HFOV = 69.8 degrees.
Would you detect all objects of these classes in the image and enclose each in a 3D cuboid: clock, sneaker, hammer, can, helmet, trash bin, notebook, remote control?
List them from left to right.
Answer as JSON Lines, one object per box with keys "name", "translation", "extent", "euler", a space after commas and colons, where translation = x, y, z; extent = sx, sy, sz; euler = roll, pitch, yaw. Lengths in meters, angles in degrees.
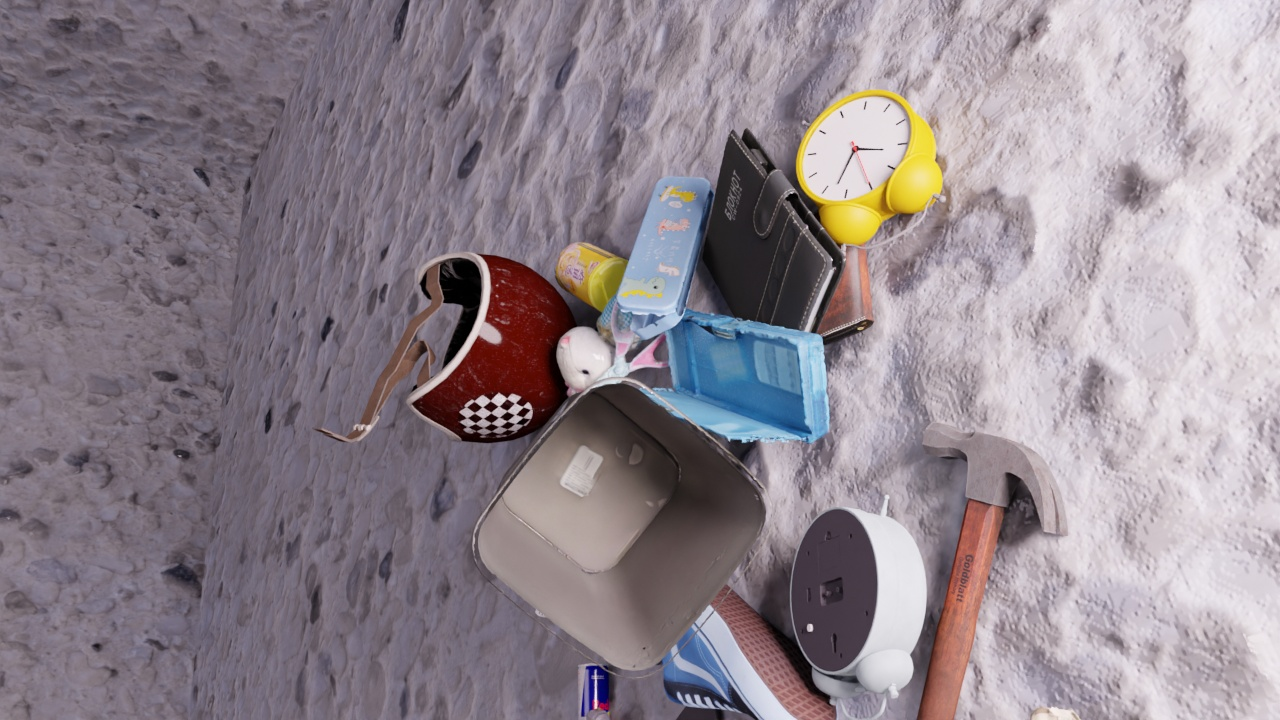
{"name": "helmet", "translation": [-0.200, -0.008, 1.102], "extent": [0.234, 0.253, 0.233], "euler": [-26, 51, 30]}
{"name": "can", "translation": [-0.048, 0.364, 0.952], "extent": [0.032, 0.032, 0.095], "euler": [-28, 56, 47]}
{"name": "can", "translation": [-0.052, -0.099, 1.096], "extent": [0.105, 0.067, 0.068], "euler": [32, 104, 54]}
{"name": "trash bin", "translation": [-0.029, 0.127, 0.821], "extent": [0.197, 0.197, 0.220], "euler": [-50, 9, -4]}
{"name": "remote control", "translation": [0.038, 0.359, 0.854], "extent": [0.125, 0.009, 0.046], "euler": [-56, 40, 25]}
{"name": "hammer", "translation": [0.050, 0.365, 0.804], "extent": [0.318, 0.028, 0.147], "euler": [-2, 83, 51]}
{"name": "sneaker", "translation": [0.076, 0.268, 0.775], "extent": [0.241, 0.083, 0.098], "euler": [34, 104, 62]}
{"name": "notebook", "translation": [0.114, -0.095, 0.850], "extent": [0.170, 0.029, 0.209], "euler": [101, 152, -43]}
{"name": "clock", "translation": [0.161, 0.186, 0.687], "extent": [0.123, 0.045, 0.159], "euler": [133, 142, -58]}
{"name": "clock", "translation": [0.192, -0.162, 0.777], "extent": [0.114, 0.052, 0.151], "euler": [-29, 55, 27]}
{"name": "hammer", "translation": [0.220, 0.199, 0.644], "extent": [0.111, 0.028, 0.300], "euler": [12, 88, 56]}

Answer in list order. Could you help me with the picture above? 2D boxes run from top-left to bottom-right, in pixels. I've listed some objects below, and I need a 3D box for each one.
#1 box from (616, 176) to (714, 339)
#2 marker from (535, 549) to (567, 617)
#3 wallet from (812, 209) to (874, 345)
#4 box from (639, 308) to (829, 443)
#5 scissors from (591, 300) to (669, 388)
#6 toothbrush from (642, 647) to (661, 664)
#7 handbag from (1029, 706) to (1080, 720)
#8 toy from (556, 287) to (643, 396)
{"name": "box", "translation": [0.024, -0.120, 0.941], "extent": [0.069, 0.064, 0.209], "euler": [-24, 38, 39]}
{"name": "marker", "translation": [-0.092, 0.232, 1.075], "extent": [0.017, 0.017, 0.145], "euler": [33, 105, 54]}
{"name": "wallet", "translation": [0.172, -0.079, 0.819], "extent": [0.072, 0.019, 0.123], "euler": [-24, 59, 48]}
{"name": "box", "translation": [0.056, 0.015, 0.831], "extent": [0.232, 0.110, 0.094], "euler": [19, 118, 61]}
{"name": "scissors", "translation": [-0.029, -0.008, 0.975], "extent": [0.179, 0.016, 0.108], "euler": [-40, 87, 6]}
{"name": "toothbrush", "translation": [-0.027, 0.282, 0.973], "extent": [0.167, 0.013, 0.013], "euler": [18, 93, 58]}
{"name": "handbag", "translation": [0.179, 0.328, 0.550], "extent": [0.230, 0.131, 0.184], "euler": [-34, 60, 36]}
{"name": "toy", "translation": [-0.034, -0.019, 1.012], "extent": [0.131, 0.105, 0.206], "euler": [49, 119, 47]}
